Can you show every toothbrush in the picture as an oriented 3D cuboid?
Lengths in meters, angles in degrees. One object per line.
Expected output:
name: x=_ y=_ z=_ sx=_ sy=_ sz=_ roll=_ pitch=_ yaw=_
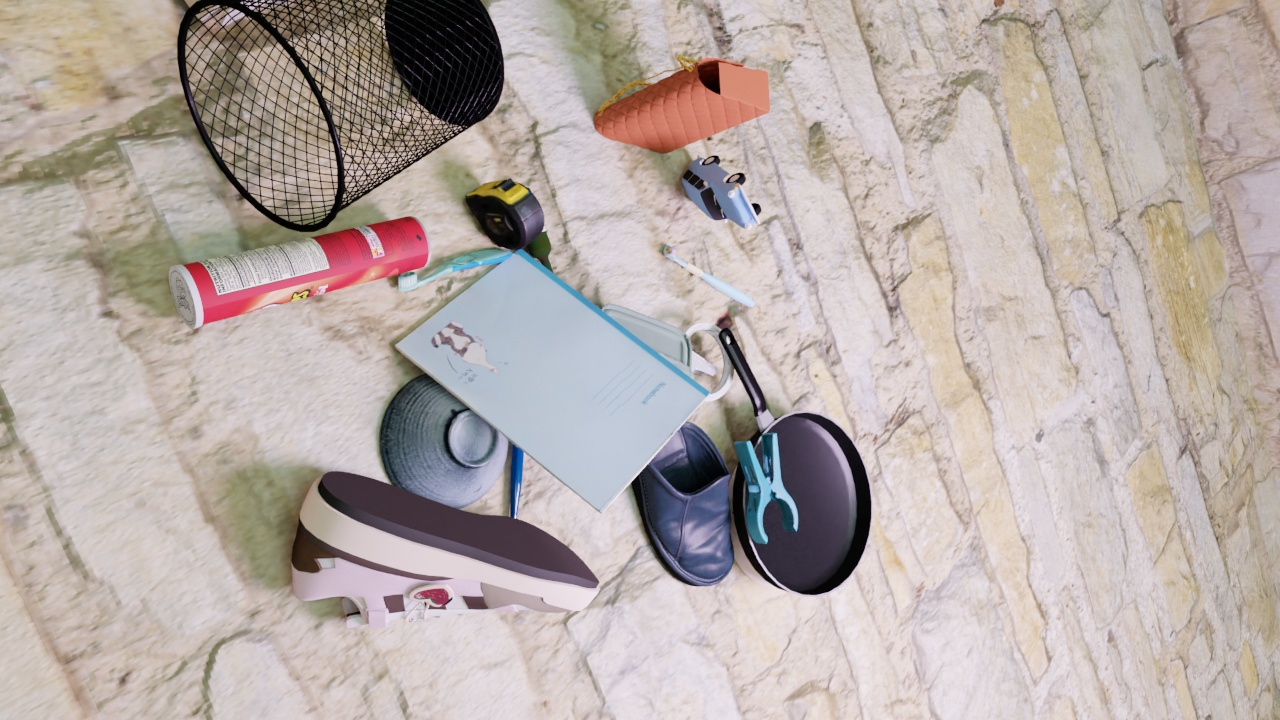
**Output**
toothbrush: x=0.088 y=-0.101 z=1.132 sx=0.155 sy=0.016 sz=0.022 roll=27 pitch=28 yaw=-34
toothbrush: x=-0.181 y=-0.093 z=0.905 sx=0.134 sy=0.022 sz=0.017 roll=-24 pitch=136 yaw=-38
toothbrush: x=-0.126 y=0.144 z=0.926 sx=0.014 sy=0.014 sz=0.167 roll=7 pitch=80 yaw=-28

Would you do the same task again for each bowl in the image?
bowl: x=-0.171 y=0.075 z=0.869 sx=0.136 sy=0.057 sz=0.137 roll=6 pitch=81 yaw=-39

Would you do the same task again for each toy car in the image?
toy car: x=0.092 y=-0.196 z=1.076 sx=0.055 sy=0.153 sz=0.056 roll=-33 pitch=120 yaw=1

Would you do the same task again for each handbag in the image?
handbag: x=0.041 y=-0.287 z=1.012 sx=0.108 sy=0.172 sz=0.060 roll=0 pitch=85 yaw=-40
handbag: x=-0.006 y=0.006 z=0.979 sx=0.121 sy=0.067 sz=0.106 roll=20 pitch=53 yaw=-25

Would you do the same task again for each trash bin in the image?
trash bin: x=-0.238 y=-0.237 z=0.778 sx=0.209 sy=0.185 sz=0.184 roll=-42 pitch=111 yaw=-41

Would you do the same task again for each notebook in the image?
notebook: x=-0.080 y=0.009 z=0.887 sx=0.253 sy=0.009 sz=0.180 roll=37 pitch=54 yaw=11

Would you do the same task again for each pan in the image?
pan: x=0.172 y=0.119 z=1.120 sx=0.224 sy=0.034 sz=0.356 roll=-36 pitch=104 yaw=-35

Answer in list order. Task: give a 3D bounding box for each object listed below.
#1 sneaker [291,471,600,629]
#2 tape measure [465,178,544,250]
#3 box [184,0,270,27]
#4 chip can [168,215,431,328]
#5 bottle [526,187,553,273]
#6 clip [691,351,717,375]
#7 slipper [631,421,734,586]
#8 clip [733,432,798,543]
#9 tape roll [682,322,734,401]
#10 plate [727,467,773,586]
sneaker: x=-0.174 y=0.202 z=0.829 sx=0.293 sy=0.112 sz=0.116 roll=23 pitch=98 yaw=-33
tape measure: x=-0.133 y=-0.146 z=0.918 sx=0.042 sy=0.072 sz=0.071 roll=-41 pitch=113 yaw=-39
box: x=-0.279 y=-0.332 z=0.746 sx=0.143 sy=0.185 sz=0.044 roll=-46 pitch=121 yaw=-31
chip can: x=-0.286 y=-0.080 z=0.794 sx=0.214 sy=0.052 sz=0.052 roll=-22 pitch=99 yaw=-40
bottle: x=-0.110 y=-0.129 z=0.964 sx=0.025 sy=0.025 sz=0.106 roll=-28 pitch=102 yaw=-39
clip: x=0.048 y=0.007 z=1.070 sx=0.102 sy=0.052 sz=0.059 roll=32 pitch=53 yaw=-32
slipper: x=0.056 y=0.141 z=1.034 sx=0.108 sy=0.084 sz=0.265 roll=-32 pitch=107 yaw=-40
clip: x=0.161 y=0.148 z=1.070 sx=0.120 sy=0.030 sz=0.130 roll=7 pitch=81 yaw=-29
tape roll: x=0.074 y=0.002 z=1.076 sx=0.093 sy=0.013 sz=0.093 roll=5 pitch=82 yaw=-39
plate: x=0.182 y=0.195 z=1.164 sx=0.182 sy=0.034 sz=0.182 roll=6 pitch=81 yaw=-39
